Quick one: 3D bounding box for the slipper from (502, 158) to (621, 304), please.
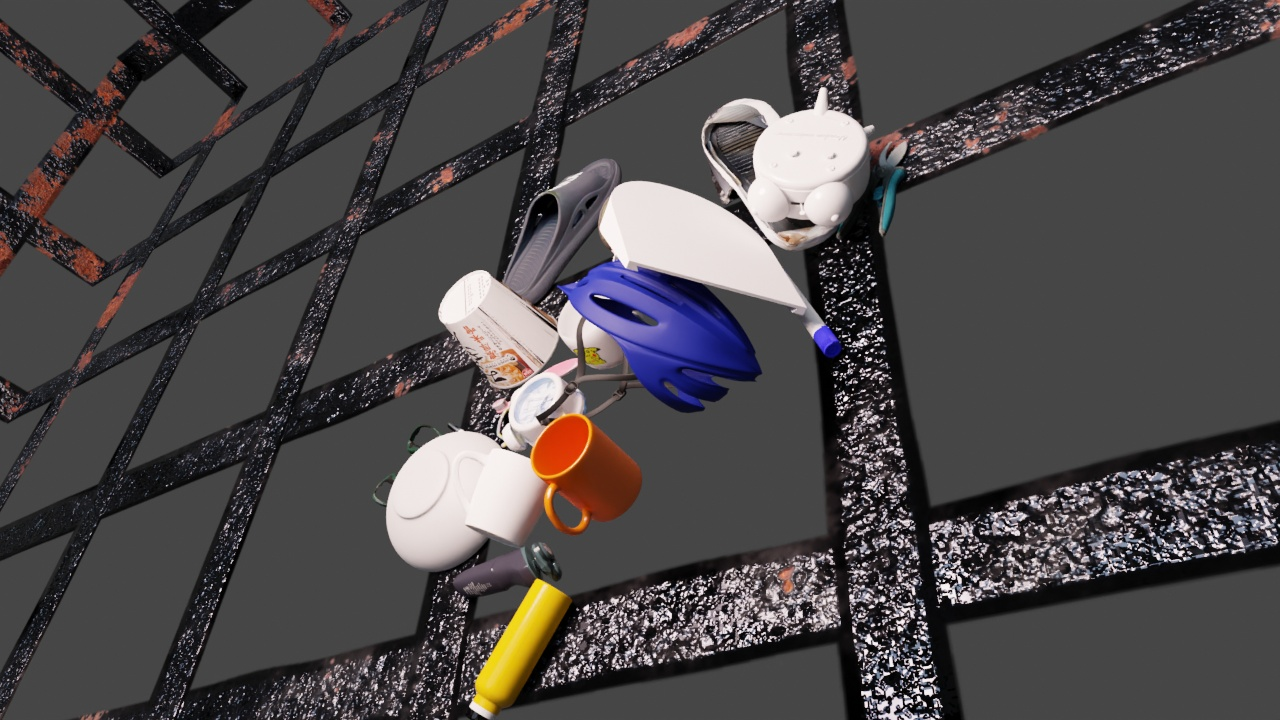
[{"bbox_3d":[-0.131,-0.200,1.326,0.111,0.083,0.267,12,65,48],"label":"slipper"}]

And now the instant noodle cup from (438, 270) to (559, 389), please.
[{"bbox_3d":[-0.191,-0.047,1.204,0.124,0.122,0.123,-24,43,23],"label":"instant noodle cup"}]

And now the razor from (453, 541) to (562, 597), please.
[{"bbox_3d":[-0.146,0.228,0.981,0.143,0.047,0.052,-23,19,28],"label":"razor"}]

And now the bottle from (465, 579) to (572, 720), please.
[{"bbox_3d":[-0.122,0.289,0.901,0.043,0.043,0.143,11,63,46],"label":"bottle"}]

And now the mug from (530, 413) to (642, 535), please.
[{"bbox_3d":[-0.061,0.127,0.953,0.078,0.096,0.112,-6,52,38],"label":"mug"}]

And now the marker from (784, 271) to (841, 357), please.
[{"bbox_3d":[0.174,-0.053,0.972,0.020,0.020,0.141,-36,39,10],"label":"marker"}]

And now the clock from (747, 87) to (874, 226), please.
[{"bbox_3d":[0.188,-0.221,1.013,0.125,0.073,0.160,9,57,22],"label":"clock"}]

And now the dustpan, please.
[{"bbox_3d":[0.051,-0.119,1.014,0.257,0.191,0.053,-105,33,-57],"label":"dustpan"}]

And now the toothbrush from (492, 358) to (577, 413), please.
[{"bbox_3d":[-0.133,0.031,1.167,0.135,0.016,0.021,-31,42,16],"label":"toothbrush"}]

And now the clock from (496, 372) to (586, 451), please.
[{"bbox_3d":[-0.124,0.065,1.103,0.126,0.052,0.088,-19,45,32],"label":"clock"}]

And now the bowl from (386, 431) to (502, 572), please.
[{"bbox_3d":[-0.243,0.157,1.093,0.177,0.066,0.176,-20,51,26],"label":"bowl"}]

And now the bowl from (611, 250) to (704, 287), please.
[{"bbox_3d":[0.024,-0.097,1.097,0.114,0.051,0.114,2,28,-1],"label":"bowl"}]

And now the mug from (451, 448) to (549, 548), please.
[{"bbox_3d":[-0.160,0.147,1.012,0.087,0.114,0.081,-67,12,-18],"label":"mug"}]

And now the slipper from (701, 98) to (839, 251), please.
[{"bbox_3d":[0.151,-0.219,1.107,0.111,0.063,0.263,-24,51,-5],"label":"slipper"}]

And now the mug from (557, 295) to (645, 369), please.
[{"bbox_3d":[-0.038,-0.042,1.108,0.116,0.068,0.094,-2,54,40],"label":"mug"}]

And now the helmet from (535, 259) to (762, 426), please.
[{"bbox_3d":[-0.006,0.006,0.984,0.241,0.147,0.228,36,99,21],"label":"helmet"}]

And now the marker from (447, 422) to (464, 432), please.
[{"bbox_3d":[-0.211,0.106,1.172,0.011,0.011,0.152,-52,39,-11],"label":"marker"}]

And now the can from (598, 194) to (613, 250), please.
[{"bbox_3d":[0.003,-0.172,1.174,0.089,0.090,0.075,-51,39,-9],"label":"can"}]

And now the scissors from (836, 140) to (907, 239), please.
[{"bbox_3d":[0.263,-0.185,1.018,0.126,0.019,0.154,-32,38,12],"label":"scissors"}]

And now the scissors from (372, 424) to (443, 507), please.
[{"bbox_3d":[-0.259,0.133,1.188,0.210,0.015,0.137,-2,52,38],"label":"scissors"}]
